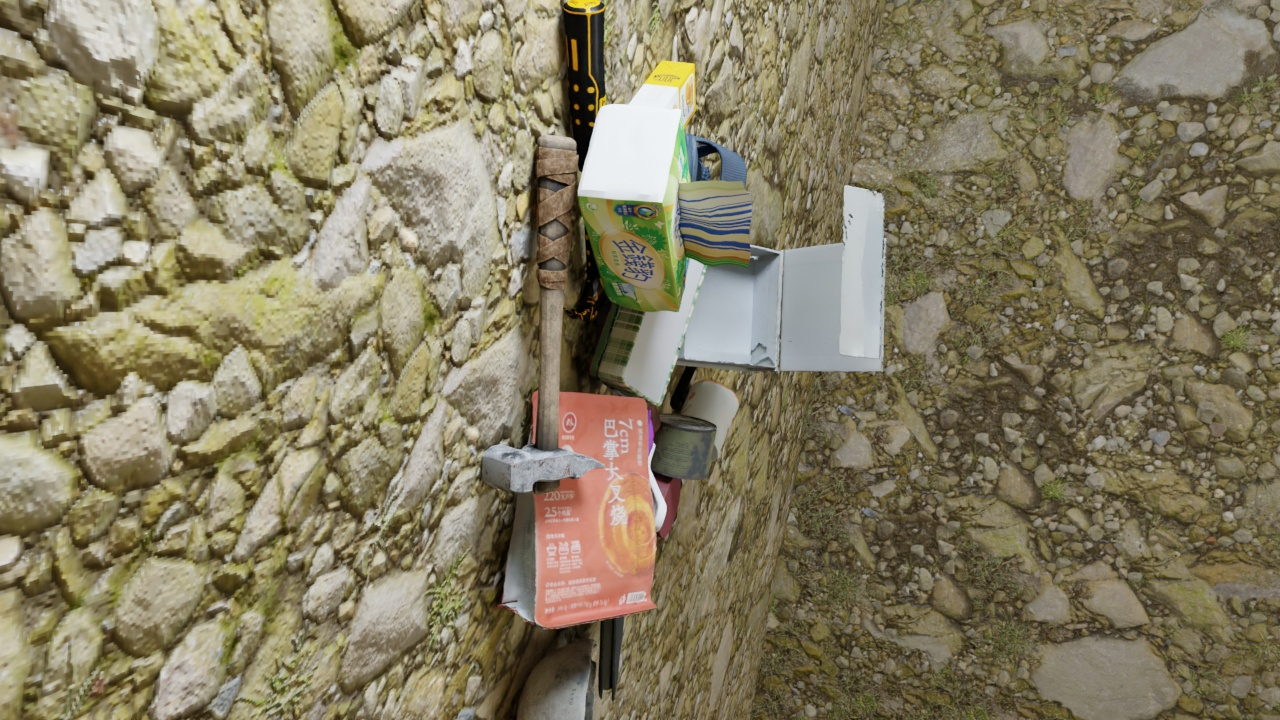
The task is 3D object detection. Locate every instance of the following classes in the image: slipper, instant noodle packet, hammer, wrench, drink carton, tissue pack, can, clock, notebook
[{"bbox_3d":[0.084,-0.208,1.103,0.263,0.082,0.101,-55,154,-82],"label":"slipper"},{"bbox_3d":[-0.054,0.143,0.925,0.164,0.084,0.221,6,89,-46],"label":"instant noodle packet"},{"bbox_3d":[-0.079,-0.036,0.819,0.121,0.049,0.319,-7,103,-47],"label":"hammer"},{"bbox_3d":[-0.007,0.006,1.130,0.301,0.028,0.110,75,31,-56],"label":"hammer"},{"bbox_3d":[0.009,0.153,1.115,0.273,0.018,0.066,-121,-129,-81],"label":"wrench"},{"bbox_3d":[-0.050,-0.179,0.872,0.123,0.036,0.321,-58,156,-46],"label":"hammer"},{"bbox_3d":[0.023,-0.276,1.017,0.059,0.040,0.122,84,24,-43],"label":"drink carton"},{"bbox_3d":[0.033,-0.132,0.856,0.198,0.141,0.120,68,30,-68],"label":"tissue pack"},{"bbox_3d":[0.058,0.122,1.301,0.089,0.090,0.074,-15,116,-70],"label":"can"},{"bbox_3d":[0.025,0.203,1.319,0.137,0.048,0.096,-10,110,-71],"label":"clock"},{"bbox_3d":[-0.031,0.294,1.154,0.208,0.029,0.170,-78,171,-57],"label":"notebook"}]

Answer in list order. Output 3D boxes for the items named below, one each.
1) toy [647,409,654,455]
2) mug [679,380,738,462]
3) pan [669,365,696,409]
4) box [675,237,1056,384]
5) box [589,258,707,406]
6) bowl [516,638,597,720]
[{"bbox_3d":[-0.013,0.099,1.123,0.088,0.056,0.106,-69,-165,-13],"label":"toy"},{"bbox_3d":[0.099,0.095,1.425,0.082,0.082,0.105,82,27,-47],"label":"mug"},{"bbox_3d":[0.091,-0.061,1.362,0.204,0.044,0.354,84,25,-44],"label":"pan"},{"bbox_3d":[0.280,-0.063,1.181,0.173,0.513,0.167,23,69,-82],"label":"box"},{"bbox_3d":[0.013,-0.060,1.010,0.117,0.050,0.205,33,71,-60],"label":"box"},{"bbox_3d":[-0.094,0.394,1.004,0.178,0.081,0.178,9,83,-89],"label":"bowl"}]
